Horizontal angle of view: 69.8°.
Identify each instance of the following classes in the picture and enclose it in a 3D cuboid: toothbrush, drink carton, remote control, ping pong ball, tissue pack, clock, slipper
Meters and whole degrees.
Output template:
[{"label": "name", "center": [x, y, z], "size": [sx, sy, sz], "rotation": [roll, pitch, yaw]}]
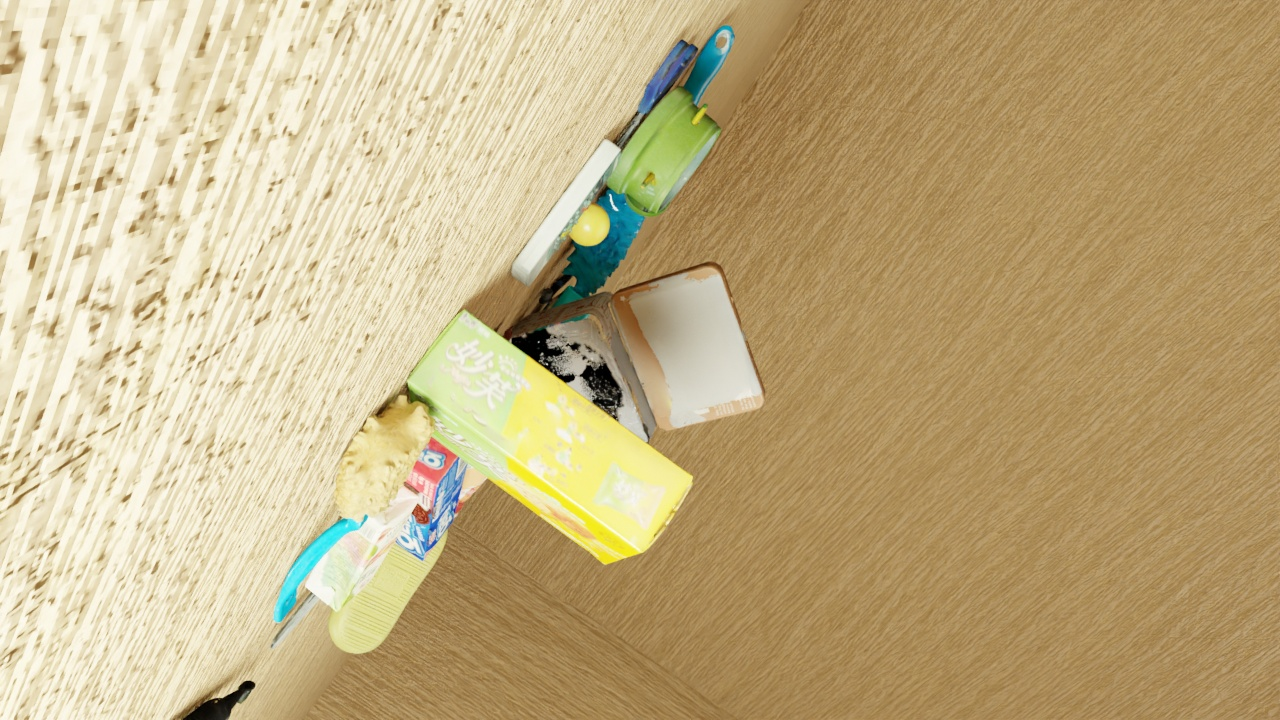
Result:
[{"label": "toothbrush", "center": [-0.100, -0.099, 1.153], "size": [0.189, 0.014, 0.016], "rotation": [-63, 163, -70]}, {"label": "drink carton", "center": [-0.243, 0.157, 0.792], "size": [0.123, 0.045, 0.053], "rotation": [-54, 177, 30]}, {"label": "toothbrush", "center": [-0.345, 0.287, 0.740], "size": [0.213, 0.026, 0.027], "rotation": [138, -26, -78]}, {"label": "remote control", "center": [-0.062, -0.121, 0.765], "size": [0.135, 0.019, 0.056], "rotation": [-55, -178, -8]}, {"label": "ping pong ball", "center": [-0.049, -0.127, 0.851], "size": [0.040, 0.040, 0.040], "rotation": [-55, -178, 3]}, {"label": "tissue pack", "center": [-0.114, -0.038, 1.176], "size": [0.133, 0.050, 0.093], "rotation": [-54, -170, -16]}, {"label": "clock", "center": [0.025, -0.196, 0.886], "size": [0.116, 0.056, 0.161], "rotation": [-51, 180, 2]}, {"label": "slipper", "center": [-0.300, 0.236, 1.048], "size": [0.082, 0.091, 0.190], "rotation": [3, -123, 42]}]

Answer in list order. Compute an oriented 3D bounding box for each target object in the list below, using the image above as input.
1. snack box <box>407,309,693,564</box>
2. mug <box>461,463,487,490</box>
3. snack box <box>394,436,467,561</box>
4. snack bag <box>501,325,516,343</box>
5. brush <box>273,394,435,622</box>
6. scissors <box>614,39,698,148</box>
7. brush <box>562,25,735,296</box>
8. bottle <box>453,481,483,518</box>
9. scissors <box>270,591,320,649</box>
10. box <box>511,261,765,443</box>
[{"label": "snack box", "center": [-0.077, 0.068, 0.710], "size": [0.070, 0.210, 0.158], "rotation": [-54, -179, -19]}, {"label": "mug", "center": [-0.175, 0.073, 0.896], "size": [0.078, 0.078, 0.123], "rotation": [-56, 177, -27]}, {"label": "snack box", "center": [-0.203, 0.123, 0.859], "size": [0.057, 0.058, 0.208], "rotation": [-57, 177, -33]}, {"label": "snack bag", "center": [-0.157, 0.009, 0.940], "size": [0.106, 0.026, 0.045], "rotation": [-55, 178, 30]}, {"label": "brush", "center": [-0.220, 0.118, 0.667], "size": [0.255, 0.046, 0.083], "rotation": [-49, -171, 33]}, {"label": "scissors", "center": [0.004, -0.226, 0.820], "size": [0.162, 0.012, 0.175], "rotation": [-55, -176, -27]}, {"label": "brush", "center": [0.010, -0.216, 1.002], "size": [0.315, 0.060, 0.109], "rotation": [-56, -173, 28]}, {"label": "bottle", "center": [-0.207, 0.110, 1.146], "size": [0.197, 0.068, 0.068], "rotation": [-52, -178, 2]}, {"label": "scissors", "center": [-0.284, 0.179, 0.900], "size": [0.149, 0.022, 0.234], "rotation": [-62, 174, 25]}, {"label": "box", "center": [-0.006, 0.006, 1.034], "size": [0.260, 0.177, 0.082], "rotation": [-15, -161, 18]}]
